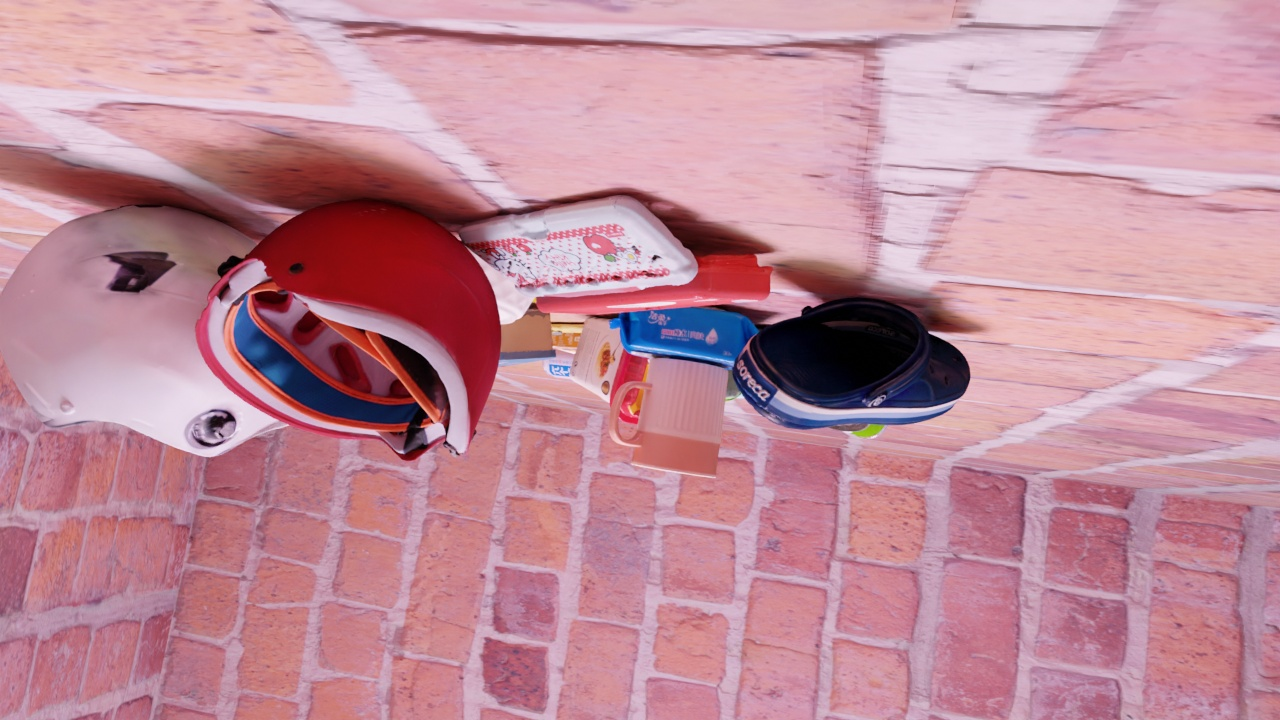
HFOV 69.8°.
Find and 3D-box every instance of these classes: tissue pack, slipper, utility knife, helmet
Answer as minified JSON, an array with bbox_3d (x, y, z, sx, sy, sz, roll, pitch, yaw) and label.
[{"bbox_3d":[0.047,-0.025,0.889,0.157,0.052,0.095,9,175,-2],"label":"tissue pack"},{"bbox_3d":[0.179,-0.007,0.738,0.252,0.105,0.095,-3,140,-39],"label":"slipper"},{"bbox_3d":[-0.094,-0.041,1.126,0.167,0.018,0.030,-4,173,42],"label":"utility knife"},{"bbox_3d":[-0.389,-0.046,0.783,0.258,0.146,0.229,14,-152,-39],"label":"helmet"},{"bbox_3d":[-0.207,-0.031,0.693,0.241,0.143,0.207,-7,137,39],"label":"helmet"}]

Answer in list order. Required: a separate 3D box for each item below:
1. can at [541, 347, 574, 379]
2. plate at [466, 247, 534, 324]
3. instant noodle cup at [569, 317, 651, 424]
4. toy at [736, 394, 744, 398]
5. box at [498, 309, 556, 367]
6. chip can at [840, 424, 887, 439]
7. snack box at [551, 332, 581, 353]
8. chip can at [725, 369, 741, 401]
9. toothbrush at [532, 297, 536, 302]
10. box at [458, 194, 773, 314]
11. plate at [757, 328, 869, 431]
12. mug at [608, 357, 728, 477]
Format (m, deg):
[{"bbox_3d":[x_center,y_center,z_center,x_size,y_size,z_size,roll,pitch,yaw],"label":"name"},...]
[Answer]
[{"bbox_3d":[-0.065,0.002,1.252,0.135,0.053,0.053,6,173,25],"label":"can"},{"bbox_3d":[-0.196,-0.072,0.843,0.205,0.045,0.205,8,173,1],"label":"plate"},{"bbox_3d":[-0.006,0.006,1.014,0.116,0.116,0.124,14,-177,-42],"label":"instant noodle cup"},{"bbox_3d":[0.099,0.023,1.237,0.156,0.049,0.161,16,172,2],"label":"toy"},{"bbox_3d":[-0.171,-0.022,1.054,0.089,0.062,0.185,-4,180,-36],"label":"box"},{"bbox_3d":[0.240,0.052,1.210,0.235,0.072,0.072,16,170,-43],"label":"chip can"},{"bbox_3d":[-0.035,-0.019,1.152,0.154,0.026,0.075,3,172,39],"label":"snack box"},{"bbox_3d":[0.059,0.036,1.151,0.072,0.072,0.222,11,162,-19],"label":"chip can"},{"bbox_3d":[-0.120,-0.061,0.952,0.190,0.016,0.015,3,171,40],"label":"toothbrush"},{"bbox_3d":[-0.023,-0.066,0.660,0.161,0.058,0.201,19,167,-40],"label":"box"},{"bbox_3d":[0.170,0.015,0.981,0.179,0.024,0.180,32,164,10],"label":"plate"},{"bbox_3d":[0.026,0.053,0.889,0.114,0.106,0.082,11,175,-21],"label":"mug"}]
